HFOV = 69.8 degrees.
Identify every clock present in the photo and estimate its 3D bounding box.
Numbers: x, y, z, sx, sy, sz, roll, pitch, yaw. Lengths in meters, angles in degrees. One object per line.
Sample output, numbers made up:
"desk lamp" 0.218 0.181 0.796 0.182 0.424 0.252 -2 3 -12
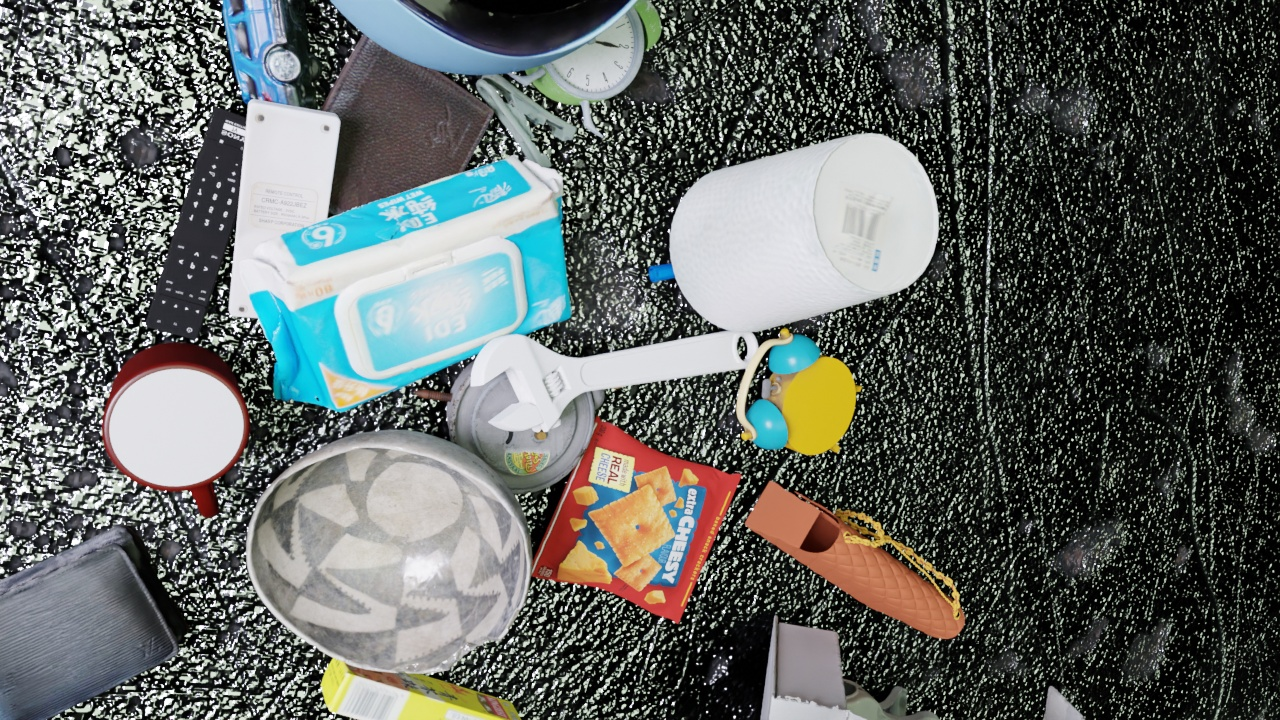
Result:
"clock" -0.075 0.035 0.655 0.147 0.056 0.104 -23 108 -20
"clock" -0.038 -0.226 0.635 0.094 0.042 0.119 31 85 -29
"clock" 0.133 0.032 0.770 0.129 0.044 0.099 21 89 -35

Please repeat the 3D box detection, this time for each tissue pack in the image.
"tissue pack" -0.142 -0.047 0.584 0.209 0.066 0.117 -23 137 -20

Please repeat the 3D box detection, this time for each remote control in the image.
"remote control" -0.267 -0.083 0.563 0.030 0.009 0.140 18 91 -28
"remote control" -0.219 -0.088 0.561 0.050 0.011 0.136 4 117 -27

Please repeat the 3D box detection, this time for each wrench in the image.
"wrench" -0.004 0.004 0.667 0.272 0.018 0.066 -9 92 -43

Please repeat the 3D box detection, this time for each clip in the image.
"clip" 0.205 0.358 0.858 0.143 0.073 0.125 -7 105 -16
"clip" -0.082 -0.170 0.635 0.076 0.023 0.057 41 78 -29

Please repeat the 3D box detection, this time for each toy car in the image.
"toy car" -0.219 -0.205 0.540 0.043 0.056 0.120 -2 106 -3

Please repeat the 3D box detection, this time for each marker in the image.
"marker" 0.071 -0.080 0.734 0.141 0.013 0.013 -13 104 -25

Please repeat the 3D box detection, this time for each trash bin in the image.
"trash bin" 0.117 -0.091 0.658 0.133 0.162 0.133 1 88 -26

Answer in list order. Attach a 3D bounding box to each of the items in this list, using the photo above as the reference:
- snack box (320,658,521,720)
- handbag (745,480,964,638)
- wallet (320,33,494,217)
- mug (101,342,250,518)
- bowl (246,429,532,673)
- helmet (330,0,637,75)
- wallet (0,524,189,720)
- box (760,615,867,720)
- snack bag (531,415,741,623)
"snack box" -0.154 0.249 0.662 0.148 0.040 0.029 29 86 -28
"handbag" 0.190 0.168 0.783 0.172 0.109 0.060 36 82 -27
"wallet" -0.162 -0.138 0.596 0.099 0.031 0.120 31 83 -32
"mug" -0.269 0.046 0.543 0.073 0.083 0.106 -17 106 -24
"bowl" -0.157 0.112 0.604 0.178 0.081 0.179 -1 117 -2
"helmet" -0.111 -0.287 0.516 0.225 0.167 0.265 -19 98 -25
"wallet" -0.348 0.165 0.556 0.114 0.026 0.089 -26 111 -20
"box" 0.182 0.332 0.673 0.160 0.339 0.167 0 99 -38
"snack bag" -0.002 0.127 0.717 0.144 0.039 0.130 25 87 -28
